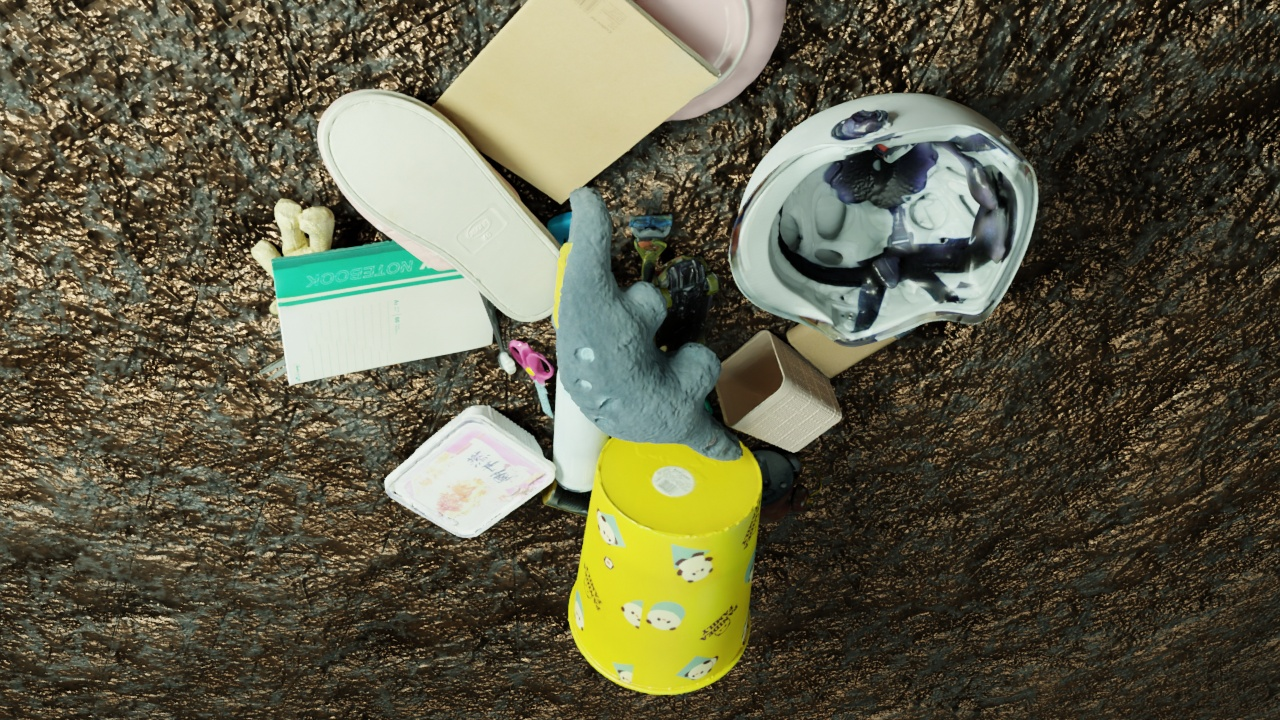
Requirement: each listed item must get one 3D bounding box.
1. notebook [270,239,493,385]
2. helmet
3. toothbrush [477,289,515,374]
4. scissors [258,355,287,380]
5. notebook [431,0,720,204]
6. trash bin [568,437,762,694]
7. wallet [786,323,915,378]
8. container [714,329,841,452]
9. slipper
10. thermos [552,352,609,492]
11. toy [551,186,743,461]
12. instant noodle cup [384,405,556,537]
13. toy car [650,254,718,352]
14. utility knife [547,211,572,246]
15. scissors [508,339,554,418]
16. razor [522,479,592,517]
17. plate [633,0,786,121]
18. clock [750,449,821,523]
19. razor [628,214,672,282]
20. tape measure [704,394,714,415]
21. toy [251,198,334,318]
[{"bbox_3d":[-0.240,-0.054,0.889,0.208,0.012,0.151,-13,137,-24],"label":"notebook"},{"bbox_3d":[0.207,-0.142,0.818,0.259,0.145,0.229,-6,134,9],"label":"helmet"},{"bbox_3d":[-0.151,-0.048,0.934,0.015,0.018,0.181,-30,141,-18],"label":"toothbrush"},{"bbox_3d":[-0.288,-0.024,0.912,0.142,0.014,0.173,17,116,-49],"label":"scissors"},{"bbox_3d":[-0.061,-0.219,0.758,0.149,0.012,0.212,30,140,-30],"label":"notebook"},{"bbox_3d":[0.034,0.220,1.076,0.229,0.229,0.256,0,129,-8],"label":"trash bin"},{"bbox_3d":[0.231,-0.034,1.008,0.115,0.033,0.090,-36,126,26],"label":"wallet"},{"bbox_3d":[0.157,0.039,1.032,0.111,0.089,0.090,27,125,-34],"label":"container"},{"bbox_3d":[-0.166,-0.135,0.823,0.114,0.054,0.274,-46,124,6],"label":"slipper"},{"bbox_3d":[-0.060,0.055,1.023,0.073,0.073,0.225,0,137,-8],"label":"thermos"},{"bbox_3d":[-0.005,0.005,0.895,0.137,0.091,0.356,-41,122,-9],"label":"toy"},{"bbox_3d":[-0.198,0.123,1.077,0.174,0.060,0.138,-38,120,25],"label":"instant noodle cup"},{"bbox_3d":[0.037,-0.041,0.958,0.070,0.042,0.158,-20,138,-26],"label":"toy car"},{"bbox_3d":[-0.075,-0.067,0.943,0.034,0.018,0.203,-4,136,-5],"label":"utility knife"},{"bbox_3d":[-0.109,0.027,1.019,0.064,0.017,0.135,25,149,27],"label":"scissors"},{"bbox_3d":[-0.087,0.172,1.160,0.167,0.062,0.068,28,155,-37],"label":"razor"},{"bbox_3d":[0.025,-0.272,0.738,0.192,0.039,0.193,-4,135,-4],"label":"plate"},{"bbox_3d":[0.166,0.157,1.152,0.122,0.082,0.055,-12,139,6],"label":"clock"},{"bbox_3d":[0.006,-0.086,0.933,0.042,0.022,0.143,0,135,-6],"label":"razor"},{"bbox_3d":[0.054,0.055,1.076,0.058,0.025,0.054,-17,135,8],"label":"tape measure"},{"bbox_3d":[-0.314,-0.087,0.857,0.105,0.066,0.158,11,139,-11],"label":"toy"}]
